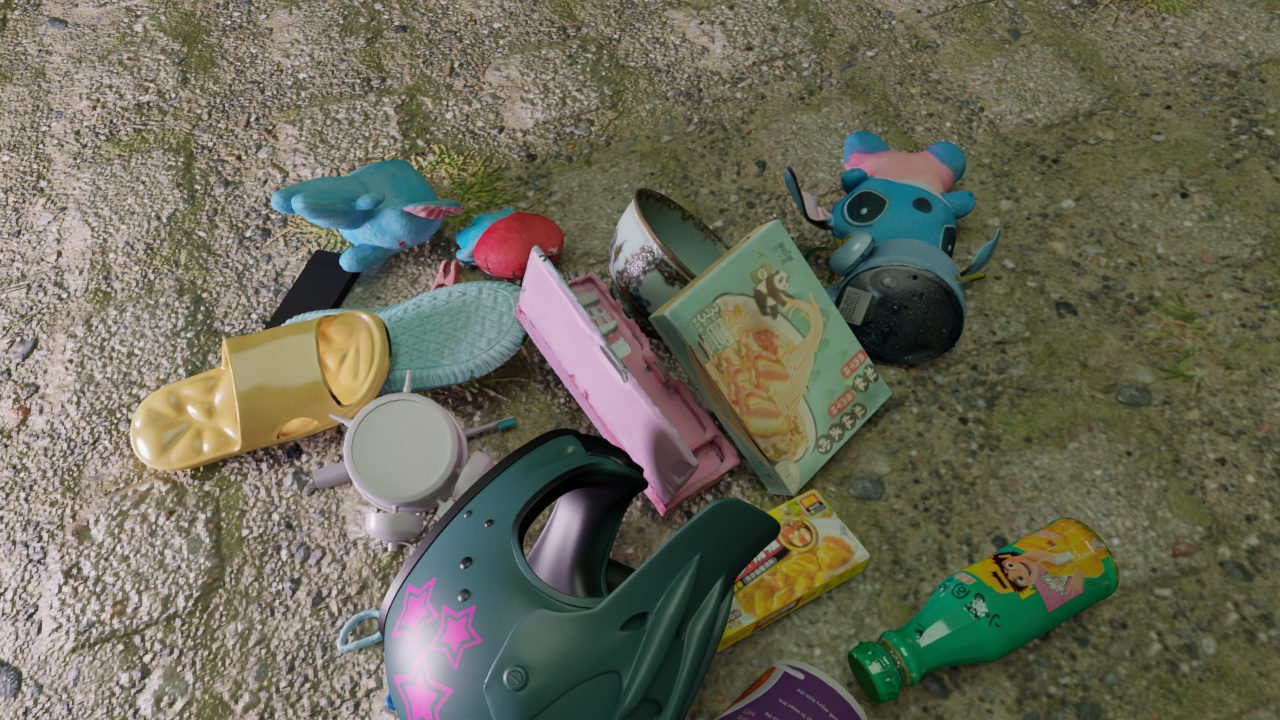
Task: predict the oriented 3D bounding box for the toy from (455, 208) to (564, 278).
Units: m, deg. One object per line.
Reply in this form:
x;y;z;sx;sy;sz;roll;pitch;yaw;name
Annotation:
-0.142;-0.124;0.969;0.133;0.062;0.092;20;42;39;toy

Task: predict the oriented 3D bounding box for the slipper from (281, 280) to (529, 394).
-0.230;-0.010;0.887;0.276;0.069;0.115;-6;55;12;slipper

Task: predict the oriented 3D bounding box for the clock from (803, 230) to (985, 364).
0.225;-0.061;0.852;0.162;0.118;0.059;19;46;10;clock

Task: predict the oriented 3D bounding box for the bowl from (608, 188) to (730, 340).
0.027;-0.077;0.881;0.094;0.159;0.159;-46;52;23;bowl

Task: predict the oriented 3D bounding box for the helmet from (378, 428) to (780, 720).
-0.043;0.181;0.643;0.200;0.176;0.274;35;82;33;helmet

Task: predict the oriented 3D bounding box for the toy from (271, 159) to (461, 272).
-0.290;-0.150;0.957;0.184;0.115;0.180;11;17;33;toy

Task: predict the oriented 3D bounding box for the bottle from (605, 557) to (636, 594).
0.009;0.191;0.739;0.123;0.033;0.033;20;58;18;bottle

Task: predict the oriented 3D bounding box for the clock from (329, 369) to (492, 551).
-0.196;0.098;0.803;0.119;0.061;0.159;-30;81;-13;clock

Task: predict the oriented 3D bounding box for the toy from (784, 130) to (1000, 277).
0.251;-0.163;0.933;0.224;0.099;0.190;17;51;0;toy

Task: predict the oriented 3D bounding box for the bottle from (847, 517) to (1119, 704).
0.256;0.192;0.693;0.209;0.068;0.068;-24;56;-12;bottle

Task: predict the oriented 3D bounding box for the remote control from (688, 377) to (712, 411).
0.109;0.016;0.844;0.133;0.022;0.050;-12;52;-25;remote control

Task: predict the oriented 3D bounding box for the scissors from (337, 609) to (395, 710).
-0.191;0.219;0.751;0.123;0.016;0.125;14;58;11;scissors

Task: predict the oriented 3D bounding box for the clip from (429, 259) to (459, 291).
-0.209;-0.079;0.964;0.045;0.023;0.060;-14;60;-7;clip

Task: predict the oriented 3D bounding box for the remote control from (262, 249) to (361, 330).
-0.346;-0.061;0.966;0.058;0.013;0.133;12;56;13;remote control

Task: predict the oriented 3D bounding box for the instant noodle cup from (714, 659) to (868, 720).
0.085;0.275;0.630;0.137;0.122;0.121;25;50;31;instant noodle cup

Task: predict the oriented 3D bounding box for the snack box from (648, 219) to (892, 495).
0.115;-0.002;0.794;0.141;0.044;0.193;-41;102;-23;snack box

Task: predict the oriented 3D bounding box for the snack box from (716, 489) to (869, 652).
0.102;0.165;0.735;0.152;0.025;0.075;-21;54;-25;snack box

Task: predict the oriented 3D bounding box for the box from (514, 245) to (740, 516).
-0.005;0.004;0.782;0.106;0.116;0.232;-24;69;-34;box

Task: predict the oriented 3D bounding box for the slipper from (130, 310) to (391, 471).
-0.350;0.030;0.825;0.263;0.078;0.099;-20;77;8;slipper

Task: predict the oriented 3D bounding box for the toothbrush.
-0.205;0.082;0.846;0.188;0.018;0.019;-17;56;-7;toothbrush
